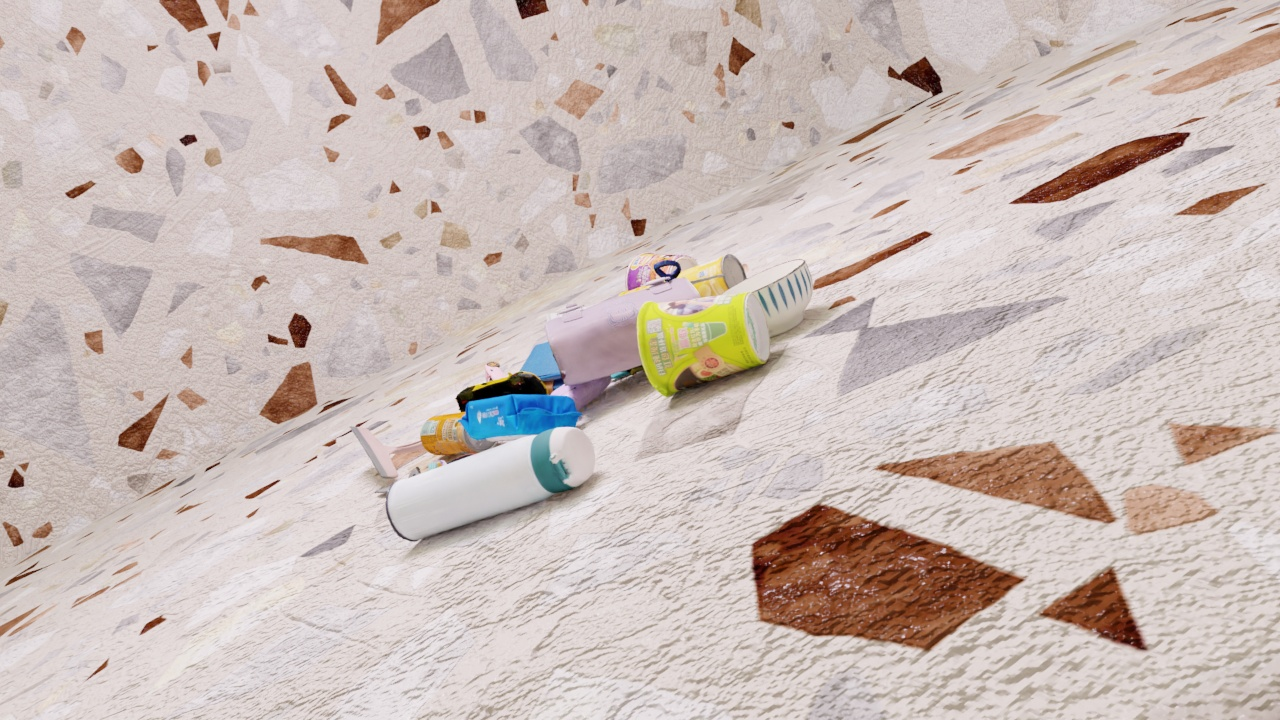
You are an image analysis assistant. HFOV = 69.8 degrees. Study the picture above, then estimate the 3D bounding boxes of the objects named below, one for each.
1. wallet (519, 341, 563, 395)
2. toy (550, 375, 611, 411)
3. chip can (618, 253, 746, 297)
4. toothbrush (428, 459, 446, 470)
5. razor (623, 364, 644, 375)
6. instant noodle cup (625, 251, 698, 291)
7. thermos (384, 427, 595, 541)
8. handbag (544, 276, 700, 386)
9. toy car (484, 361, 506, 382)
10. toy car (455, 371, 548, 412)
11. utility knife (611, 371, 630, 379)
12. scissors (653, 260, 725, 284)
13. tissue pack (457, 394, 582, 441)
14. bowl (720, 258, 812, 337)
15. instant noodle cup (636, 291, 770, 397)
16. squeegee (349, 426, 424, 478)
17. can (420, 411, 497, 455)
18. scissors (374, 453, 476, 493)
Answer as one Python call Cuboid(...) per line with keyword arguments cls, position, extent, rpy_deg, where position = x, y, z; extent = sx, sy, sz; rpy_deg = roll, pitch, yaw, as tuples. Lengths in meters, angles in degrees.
Cuboid(cls="wallet", position=(-0.116, 0.007, 1.319), extent=(0.133, 0.040, 0.106), rpy_deg=(-13, 39, 37))
Cuboid(cls="toy", position=(-0.083, 0.041, 1.206), extent=(0.084, 0.039, 0.107), rpy_deg=(-9, 19, 44))
Cuboid(cls="chip can", position=(0.063, -0.106, 1.467), extent=(0.214, 0.072, 0.071), rpy_deg=(-18, 14, 35))
Cuboid(cls="toothbrush", position=(-0.171, 0.111, 1.101), extent=(0.189, 0.021, 0.029), rpy_deg=(-15, 20, 19))
Cuboid(cls="razor", position=(0.029, 0.001, 1.189), extent=(0.143, 0.022, 0.042), rpy_deg=(-12, 12, 35))
Cuboid(cls="instant noodle cup", position=(0.046, -0.136, 1.574), extent=(0.111, 0.111, 0.099), rpy_deg=(-34, 21, -35))
Cuboid(cls="thermos", position=(-0.150, 0.122, 0.925), extent=(0.225, 0.073, 0.073), rpy_deg=(-20, 13, 24))
Cuboid(cls="handbag", position=(-0.018, -0.041, 1.173), extent=(0.197, 0.098, 0.145), rpy_deg=(-17, 15, -2))
Cuboid(cls="toy car", position=(-0.215, 0.044, 1.384), extent=(0.037, 0.056, 0.122), rpy_deg=(-13, 25, -21))
Cuboid(cls="toy car", position=(-0.194, 0.058, 1.303), extent=(0.156, 0.071, 0.041), rpy_deg=(-17, 18, 27))
Cuboid(cls="utility knife", position=(-0.007, 0.007, 1.260), extent=(0.223, 0.013, 0.029), rpy_deg=(-24, 12, 11))
Cuboid(cls="scissors", position=(0.037, -0.103, 1.264), extent=(0.173, 0.012, 0.162), rpy_deg=(-15, -18, -7))
Cuboid(cls="tissue pack", position=(-0.151, 0.072, 1.130), extent=(0.094, 0.052, 0.157), rpy_deg=(2, -8, -39))
Cuboid(cls="bowl", position=(0.157, -0.069, 1.106), extent=(0.116, 0.066, 0.116), rpy_deg=(-25, 10, 5))
Cuboid(cls="instant noodle cup", position=(0.074, -0.024, 1.014), extent=(0.124, 0.112, 0.111), rpy_deg=(-12, 16, 24))
Cuboid(cls="squeegee", position=(-0.300, 0.103, 1.409), extent=(0.249, 0.040, 0.248), rpy_deg=(-23, 22, -20))
Cuboid(cls="can", position=(-0.249, 0.100, 1.260), extent=(0.058, 0.058, 0.146), rpy_deg=(-34, 14, -33))
Cuboid(cls="scissors", position=(-0.286, 0.160, 1.188), extent=(0.227, 0.015, 0.188), rpy_deg=(-22, 12, 23))
